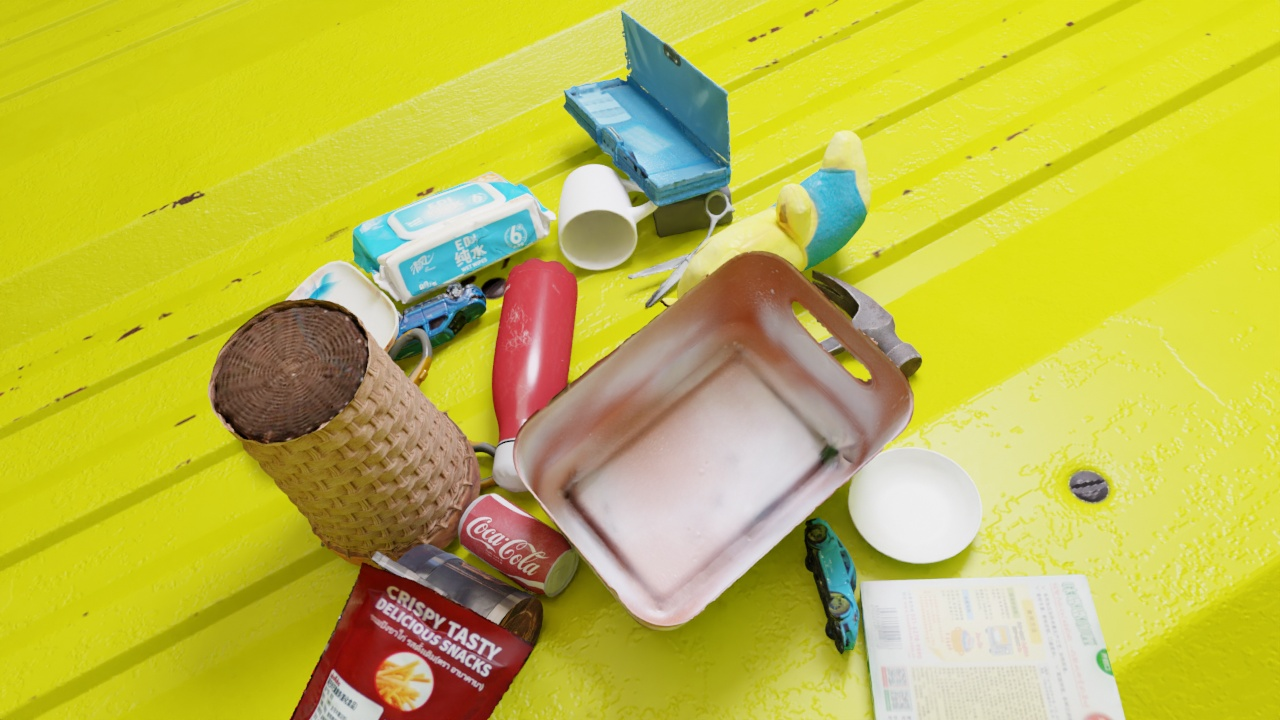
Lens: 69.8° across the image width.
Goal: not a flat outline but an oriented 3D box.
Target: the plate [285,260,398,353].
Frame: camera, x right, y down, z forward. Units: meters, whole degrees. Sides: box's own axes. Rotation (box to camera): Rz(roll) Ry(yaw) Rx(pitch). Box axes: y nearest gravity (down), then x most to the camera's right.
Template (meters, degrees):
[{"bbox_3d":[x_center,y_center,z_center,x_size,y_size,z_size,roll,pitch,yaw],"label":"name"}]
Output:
[{"bbox_3d":[-0.330,-0.006,0.921,0.187,0.016,0.187,-49,49,-7],"label":"plate"}]

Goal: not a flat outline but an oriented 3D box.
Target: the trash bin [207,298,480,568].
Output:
[{"bbox_3d":[-0.229,0.063,0.732,0.151,0.210,0.151,-4,59,7],"label":"trash bin"}]

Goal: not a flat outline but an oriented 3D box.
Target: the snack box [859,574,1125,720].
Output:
[{"bbox_3d":[0.251,0.225,0.668,0.168,0.027,0.131,-4,54,8],"label":"snack box"}]

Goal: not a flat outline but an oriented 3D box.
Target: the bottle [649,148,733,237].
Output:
[{"bbox_3d":[0.043,-0.220,1.023,0.084,0.046,0.173,-12,53,2],"label":"bottle"}]

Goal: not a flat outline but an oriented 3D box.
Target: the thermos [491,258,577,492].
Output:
[{"bbox_3d":[-0.104,0.013,0.863,0.073,0.073,0.239,-3,54,8],"label":"thermos"}]

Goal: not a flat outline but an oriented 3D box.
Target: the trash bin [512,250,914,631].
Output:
[{"bbox_3d":[0.054,0.069,0.713,0.259,0.157,0.181,-40,75,-12],"label":"trash bin"}]

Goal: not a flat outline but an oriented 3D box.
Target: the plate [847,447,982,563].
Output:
[{"bbox_3d":[0.223,0.122,0.750,0.104,0.026,0.104,-6,54,8],"label":"plate"}]

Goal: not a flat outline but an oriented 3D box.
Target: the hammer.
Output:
[{"bbox_3d":[0.085,0.020,0.847,0.314,0.035,0.137,-25,54,-8],"label":"hammer"}]

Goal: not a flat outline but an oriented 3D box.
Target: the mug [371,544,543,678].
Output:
[{"bbox_3d":[-0.147,0.192,0.713,0.107,0.116,0.079,21,64,25],"label":"mug"}]

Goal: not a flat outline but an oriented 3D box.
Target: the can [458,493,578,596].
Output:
[{"bbox_3d":[-0.103,0.155,0.770,0.097,0.054,0.053,26,62,26],"label":"can"}]

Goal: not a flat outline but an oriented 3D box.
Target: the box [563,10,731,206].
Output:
[{"bbox_3d":[0.002,-0.271,0.959,0.094,0.112,0.231,-20,46,-18],"label":"box"}]

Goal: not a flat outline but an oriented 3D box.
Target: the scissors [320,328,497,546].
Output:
[{"bbox_3d":[-0.222,0.078,0.859,0.229,0.016,0.224,18,70,14],"label":"scissors"}]

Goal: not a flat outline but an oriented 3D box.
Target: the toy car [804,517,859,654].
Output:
[{"bbox_3d":[0.152,0.173,0.713,0.032,0.048,0.105,-9,51,-1],"label":"toy car"}]

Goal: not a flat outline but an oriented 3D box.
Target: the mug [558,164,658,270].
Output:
[{"bbox_3d":[-0.032,-0.160,0.967,0.114,0.081,0.087,-21,45,15],"label":"mug"}]

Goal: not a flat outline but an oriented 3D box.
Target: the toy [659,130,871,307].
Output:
[{"bbox_3d":[0.125,-0.108,0.869,0.213,0.149,0.084,-37,78,-11],"label":"toy"}]

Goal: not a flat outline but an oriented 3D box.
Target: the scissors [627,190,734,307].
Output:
[{"bbox_3d":[0.072,-0.102,0.944,0.147,0.014,0.141,24,85,-4],"label":"scissors"}]

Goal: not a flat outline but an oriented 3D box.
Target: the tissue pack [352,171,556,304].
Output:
[{"bbox_3d":[-0.196,-0.137,0.977,0.209,0.066,0.117,-26,37,-19],"label":"tissue pack"}]

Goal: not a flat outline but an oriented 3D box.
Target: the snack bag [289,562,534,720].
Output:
[{"bbox_3d":[-0.186,0.262,0.650,0.139,0.066,0.208,28,89,8],"label":"snack bag"}]

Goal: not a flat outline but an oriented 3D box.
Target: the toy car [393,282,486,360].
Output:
[{"bbox_3d":[-0.213,-0.038,0.937,0.120,0.056,0.043,-25,75,-2],"label":"toy car"}]
